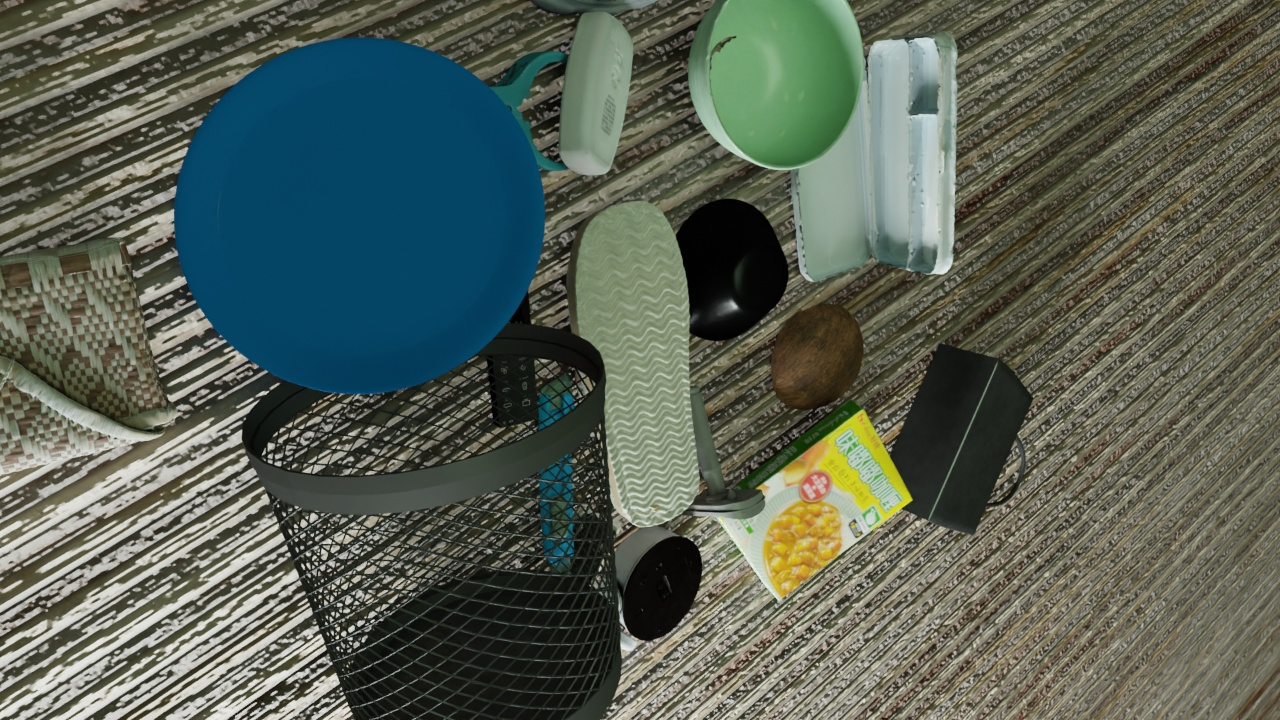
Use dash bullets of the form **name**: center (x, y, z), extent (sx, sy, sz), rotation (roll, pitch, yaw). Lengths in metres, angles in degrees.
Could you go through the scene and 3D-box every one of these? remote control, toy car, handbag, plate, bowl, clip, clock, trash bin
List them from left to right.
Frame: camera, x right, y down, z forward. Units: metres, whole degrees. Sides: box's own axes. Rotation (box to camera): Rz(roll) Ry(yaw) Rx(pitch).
- **handbag**: center (-0.372, 0.007, 0.514), extent (0.185, 0.047, 0.124), rotation (-16, 109, -28)
- **plate**: center (-0.172, -0.090, 0.576), extent (0.224, 0.024, 0.224), rotation (0, 84, -4)
- **trash bin**: center (-0.118, 0.120, 0.607), extent (0.217, 0.218, 0.227), rotation (-19, 116, -27)
- **remote control**: center (-0.101, -0.023, 0.695), extent (0.034, 0.013, 0.150), rotation (-12, 108, -29)
- **clip**: center (-0.086, -0.167, 0.653), extent (0.122, 0.033, 0.120), rotation (-46, 132, -26)
- **toy car**: center (-0.058, 0.177, 0.759), extent (0.039, 0.039, 0.113), rotation (27, 85, -5)
- **remote control**: center (-0.032, -0.192, 0.667), extent (0.060, 0.028, 0.114), rotation (16, 82, -65)
- **clock**: center (0.001, 0.197, 0.790), extent (0.122, 0.035, 0.095), rotation (-37, 127, -29)
- **bowl**: center (0.087, -0.073, 0.777), extent (0.123, 0.052, 0.124), rotation (-8, 106, -30)
- **bowl**: center (0.096, -0.228, 0.727), extent (0.150, 0.077, 0.151), rotation (-7, 105, -28)
- **bowl**: center (0.175, 0.000, 0.866), extent (0.114, 0.026, 0.102), rotation (-16, 110, -28)
- **handbag**: center (0.368, 0.103, 0.994), extent (0.195, 0.072, 0.175), rotation (25, 88, -38)

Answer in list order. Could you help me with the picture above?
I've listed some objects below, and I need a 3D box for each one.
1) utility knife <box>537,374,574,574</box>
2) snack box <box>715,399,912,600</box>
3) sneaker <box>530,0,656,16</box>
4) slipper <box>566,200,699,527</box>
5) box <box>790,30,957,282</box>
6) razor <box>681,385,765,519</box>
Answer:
- **utility knife**: center (-0.064, 0.121, 0.731), extent (0.031, 0.015, 0.220), rotation (-3, 93, -6)
- **snack box**: center (0.165, 0.135, 0.872), extent (0.168, 0.027, 0.132), rotation (-36, 119, -3)
- **sneaker**: center (-0.048, -0.289, 0.590), extent (0.268, 0.132, 0.103), rotation (-6, 103, -32)
- **slipper**: center (-0.004, 0.004, 0.741), extent (0.114, 0.052, 0.263), rotation (-16, 106, -30)
- **box**: center (0.206, -0.169, 0.797), extent (0.129, 0.105, 0.210), rotation (-20, 112, -23)
- **razor**: center (0.057, 0.079, 0.795), extent (0.047, 0.088, 0.116), rotation (-16, 91, -28)
